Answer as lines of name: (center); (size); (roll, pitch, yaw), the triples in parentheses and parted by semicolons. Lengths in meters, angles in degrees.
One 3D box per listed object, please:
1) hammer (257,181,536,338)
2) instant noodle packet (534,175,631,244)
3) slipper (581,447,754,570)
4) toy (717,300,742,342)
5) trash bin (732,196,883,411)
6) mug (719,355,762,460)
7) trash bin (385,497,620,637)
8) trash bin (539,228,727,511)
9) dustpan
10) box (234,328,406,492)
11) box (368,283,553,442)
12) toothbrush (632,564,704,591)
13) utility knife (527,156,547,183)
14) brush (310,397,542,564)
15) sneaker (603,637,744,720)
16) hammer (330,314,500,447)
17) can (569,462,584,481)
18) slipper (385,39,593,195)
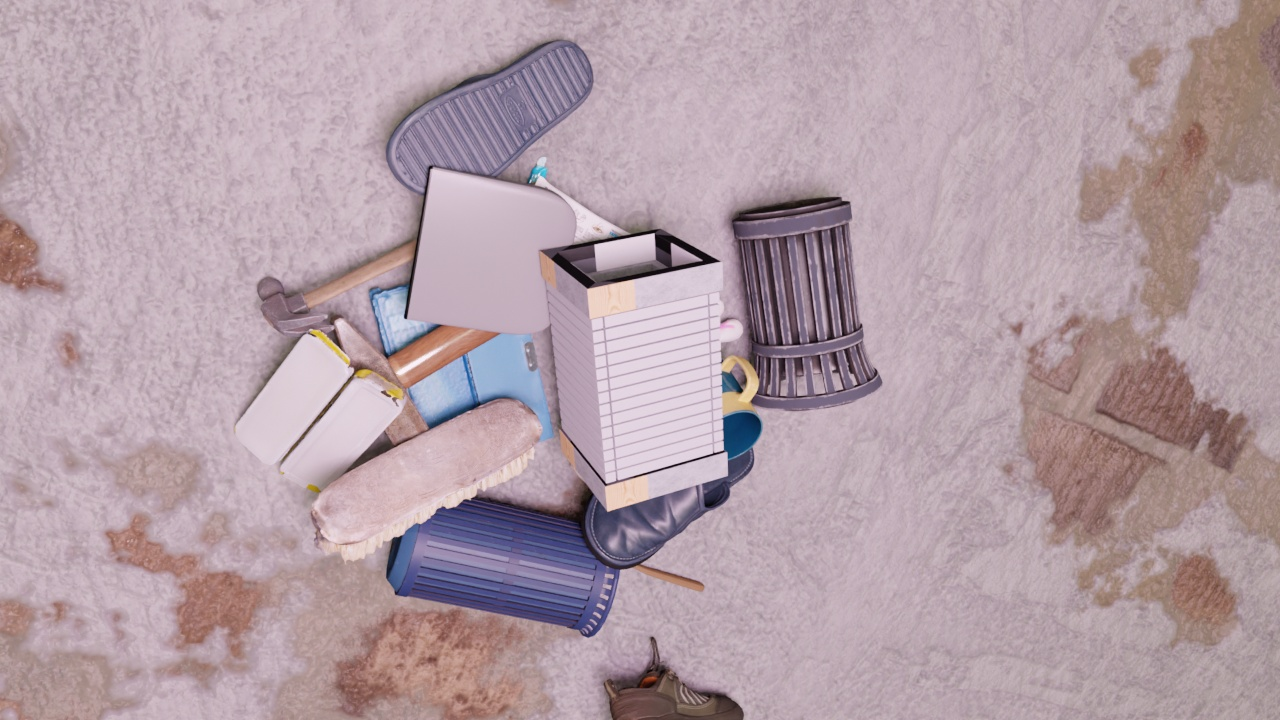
hammer: (-0.251, -0.116, 1.000); (0.330, 0.119, 0.031); (-27, 132, -15)
instant noodle packet: (-0.078, -0.135, 1.034); (0.134, 0.026, 0.087); (29, 91, -24)
slipper: (0.046, 0.145, 1.099); (0.264, 0.084, 0.109); (-29, 79, -31)
toy: (0.065, -0.020, 1.140); (0.125, 0.037, 0.076); (-43, 118, 4)
trash bin: (0.194, -0.073, 1.102); (0.164, 0.164, 0.227); (-13, 103, -13)
mug: (0.098, 0.045, 1.103); (0.083, 0.107, 0.114); (14, 124, -32)
trash bin: (-0.164, 0.235, 1.086); (0.249, 0.139, 0.139); (16, 98, -17)
trash bin: (-0.006, 0.006, 0.987); (0.142, 0.142, 0.247); (-13, 116, -20)
dustpan: (-0.114, -0.106, 0.998); (0.257, 0.033, 0.163); (9, 108, -18)
box: (-0.349, 0.061, 0.989); (0.129, 0.034, 0.210); (40, 126, -14)
box: (-0.204, 0.011, 1.075); (0.174, 0.033, 0.232); (-15, 107, -19)
toothbrush: (0.011, 0.280, 1.210); (0.166, 0.016, 0.016); (21, 96, -19)
utility knife: (-0.128, -0.179, 1.058); (0.022, 0.015, 0.116); (20, 95, -18)
brush: (-0.229, 0.126, 1.004); (0.270, 0.057, 0.083); (-28, 67, -30)
sneaker: (0.030, 0.456, 1.226); (0.101, 0.143, 0.237); (-46, 145, 20)
hammer: (-0.187, -0.046, 1.035); (0.300, 0.037, 0.158); (-33, 113, -17)
can: (-0.025, 0.096, 1.134); (0.135, 0.054, 0.054); (-46, 111, -1)
slipper: (-0.166, -0.261, 0.999); (0.263, 0.083, 0.101); (-39, 116, -24)
